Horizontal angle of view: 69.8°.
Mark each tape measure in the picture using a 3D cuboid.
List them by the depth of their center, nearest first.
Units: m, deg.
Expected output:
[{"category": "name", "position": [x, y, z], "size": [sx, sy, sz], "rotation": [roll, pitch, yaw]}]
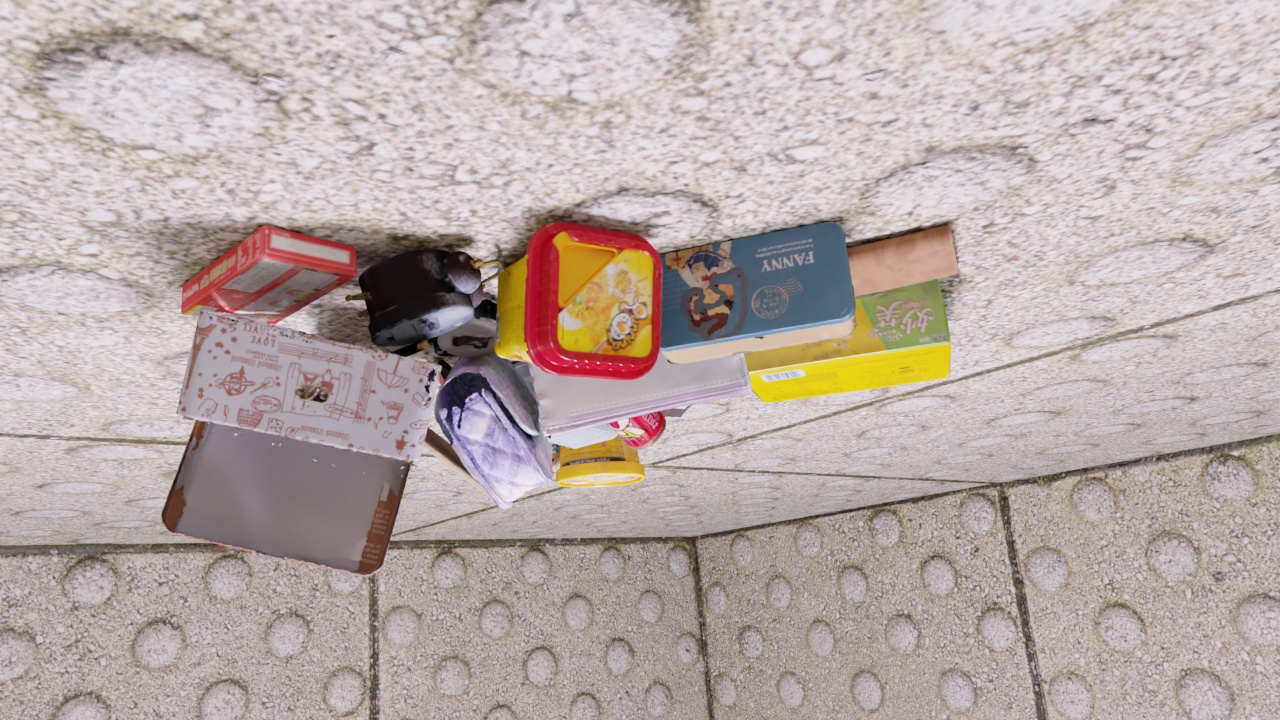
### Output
[{"category": "tape measure", "position": [-0.156, -0.031, 0.841], "size": [0.066, 0.033, 0.066], "rotation": [0, 152, -14]}]

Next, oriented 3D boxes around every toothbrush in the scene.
[{"category": "toothbrush", "position": [-0.220, -0.016, 0.938], "size": [0.186, 0.012, 0.017], "rotation": [-18, 165, 39]}]

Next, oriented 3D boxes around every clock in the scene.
[{"category": "clock", "position": [-0.166, -0.053, 0.724], "size": [0.122, 0.055, 0.082], "rotation": [-19, 172, -10]}]

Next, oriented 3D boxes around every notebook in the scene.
[{"category": "notebook", "position": [-0.224, 0.063, 0.892], "size": [0.211, 0.012, 0.149], "rotation": [43, 172, -22]}]

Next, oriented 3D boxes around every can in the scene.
[{"category": "can", "position": [-0.028, 0.039, 1.012], "size": [0.053, 0.053, 0.133], "rotation": [-15, 131, 33]}]

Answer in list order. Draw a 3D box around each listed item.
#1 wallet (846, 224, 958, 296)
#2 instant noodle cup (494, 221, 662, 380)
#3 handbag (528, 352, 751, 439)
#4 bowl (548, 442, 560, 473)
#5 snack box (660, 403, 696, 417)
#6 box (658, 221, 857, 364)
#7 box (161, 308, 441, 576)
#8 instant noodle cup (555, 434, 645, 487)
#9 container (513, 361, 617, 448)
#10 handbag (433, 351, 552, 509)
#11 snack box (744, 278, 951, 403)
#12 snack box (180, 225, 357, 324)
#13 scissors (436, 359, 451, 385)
[{"category": "wallet", "position": [0.228, -0.085, 0.815], "size": [0.101, 0.020, 0.115], "rotation": [-11, 166, 19]}, {"category": "instant noodle cup", "position": [-0.057, -0.041, 0.735], "size": [0.116, 0.116, 0.124], "rotation": [5, 173, -32]}, {"category": "handbag", "position": [-0.005, 0.005, 0.887], "size": [0.197, 0.098, 0.145], "rotation": [-11, 180, -5]}, {"category": "bowl", "position": [-0.156, 0.105, 1.264], "size": [0.113, 0.062, 0.113], "rotation": [24, 169, 5]}, {"category": "snack box", "position": [0.036, 0.027, 1.090], "size": [0.113, 0.053, 0.126], "rotation": [6, 162, -33]}, {"category": "box", "position": [0.096, -0.054, 0.759], "size": [0.184, 0.089, 0.059], "rotation": [-12, 162, 17]}, {"category": "box", "position": [-0.270, 0.074, 0.720], "size": [0.183, 0.193, 0.157], "rotation": [14, 176, -14]}, {"category": "instant noodle cup", "position": [-0.057, 0.107, 1.233], "size": [0.118, 0.114, 0.118], "rotation": [-5, 165, -1]}, {"category": "container", "position": [-0.094, 0.045, 1.057], "size": [0.090, 0.090, 0.111], "rotation": [-18, 157, 40]}, {"category": "handbag", "position": [-0.139, 0.056, 0.894], "size": [0.075, 0.134, 0.194], "rotation": [-33, -168, -2]}, {"category": "snack box", "position": [0.213, -0.015, 0.963], "size": [0.210, 0.070, 0.157], "rotation": [-10, 164, 16]}, {"category": "snack box", "position": [-0.296, -0.062, 0.724], "size": [0.153, 0.025, 0.075], "rotation": [-19, 160, 41]}, {"category": "scissors", "position": [-0.199, 0.069, 1.081], "size": [0.021, 0.211, 0.222], "rotation": [-43, 152, -18]}]
